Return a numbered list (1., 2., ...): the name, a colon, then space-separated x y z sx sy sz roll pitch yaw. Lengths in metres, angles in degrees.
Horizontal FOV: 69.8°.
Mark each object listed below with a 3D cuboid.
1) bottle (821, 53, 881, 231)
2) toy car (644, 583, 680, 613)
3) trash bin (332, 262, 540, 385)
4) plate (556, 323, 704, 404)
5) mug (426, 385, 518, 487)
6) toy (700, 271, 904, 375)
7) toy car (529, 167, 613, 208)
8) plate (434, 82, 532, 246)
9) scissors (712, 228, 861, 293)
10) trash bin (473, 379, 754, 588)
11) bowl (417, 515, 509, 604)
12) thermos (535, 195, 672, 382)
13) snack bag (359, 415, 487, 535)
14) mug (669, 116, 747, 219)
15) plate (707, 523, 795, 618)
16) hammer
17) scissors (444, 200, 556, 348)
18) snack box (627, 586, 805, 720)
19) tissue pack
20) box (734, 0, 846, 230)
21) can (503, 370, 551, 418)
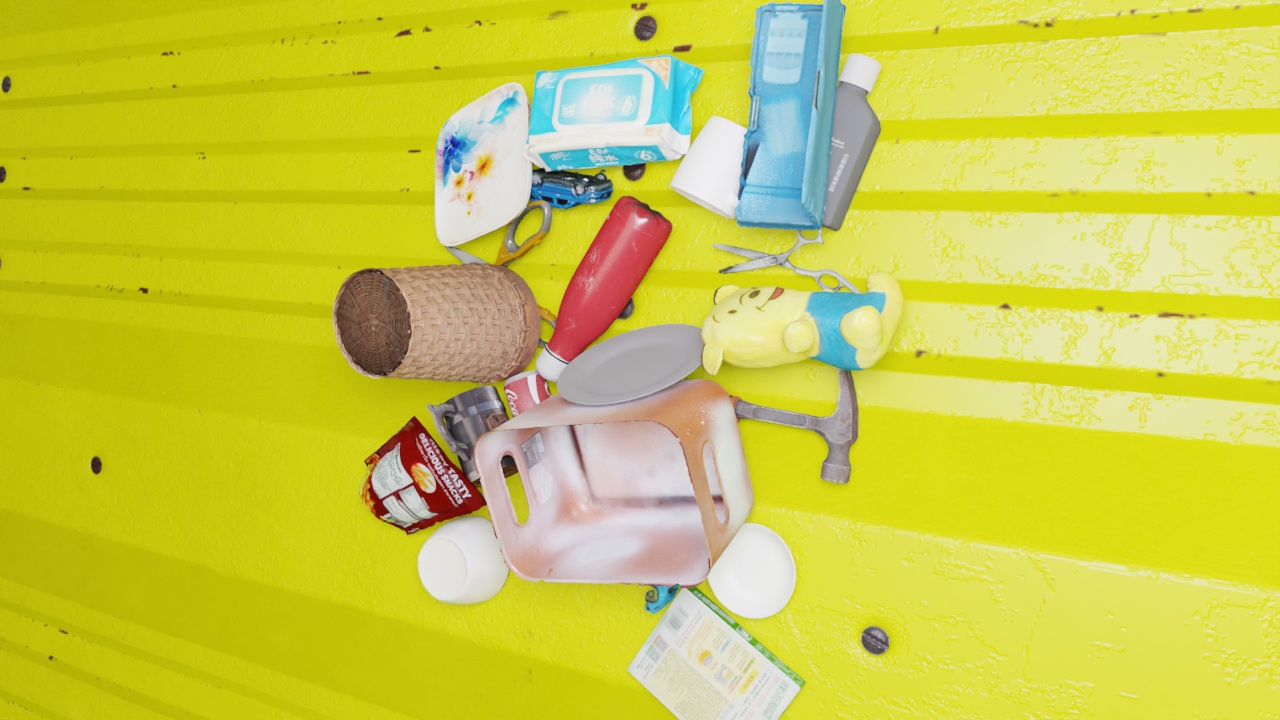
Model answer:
1. bottle: 0.202 -0.234 0.968 0.084 0.046 0.174 27 102 25
2. toy car: 0.038 0.245 1.052 0.032 0.048 0.105 27 100 21
3. trash bin: -0.237 -0.039 1.073 0.151 0.209 0.151 3 96 30
4. plate: -0.006 0.006 1.016 0.179 0.177 0.012 -6 117 27
5. mug: -0.207 0.096 1.139 0.080 0.115 0.107 -29 76 27
6. toy: 0.159 -0.033 0.940 0.214 0.148 0.084 -3 110 32
7. toy car: -0.088 -0.209 1.116 0.120 0.056 0.044 13 118 32
8. plate: -0.198 -0.244 1.160 0.187 0.016 0.186 -13 73 41
9. scissors: 0.157 -0.100 1.002 0.147 0.014 0.142 46 138 -7
10. trash bin: -0.021 0.127 0.997 0.260 0.157 0.181 -7 104 32
11. bowl: -0.233 0.260 1.180 0.116 0.065 0.116 0 89 27
12. thermos: -0.052 -0.077 1.083 0.073 0.073 0.240 39 107 22
13. snack bag: -0.287 0.155 1.164 0.209 0.066 0.139 -30 94 50
14. mug: 0.098 -0.206 0.998 0.114 0.080 0.088 32 98 40
15. plate: 0.126 0.231 1.018 0.104 0.026 0.104 0 90 28
16. hammer: 0.090 0.038 1.033 0.315 0.035 0.138 9 94 27
17. scissors: -0.162 -0.097 1.159 0.226 0.016 0.229 -40 79 33
18. snack box: 0.082 0.357 1.039 0.168 0.027 0.132 38 107 22
19. tissue pack: -0.033 -0.285 1.062 0.210 0.066 0.117 1 74 19
20. box: 0.143 -0.253 0.901 0.094 0.112 0.231 7 87 16
21. can: -0.131 0.065 1.135 0.054 0.054 0.096 -24 79 25
